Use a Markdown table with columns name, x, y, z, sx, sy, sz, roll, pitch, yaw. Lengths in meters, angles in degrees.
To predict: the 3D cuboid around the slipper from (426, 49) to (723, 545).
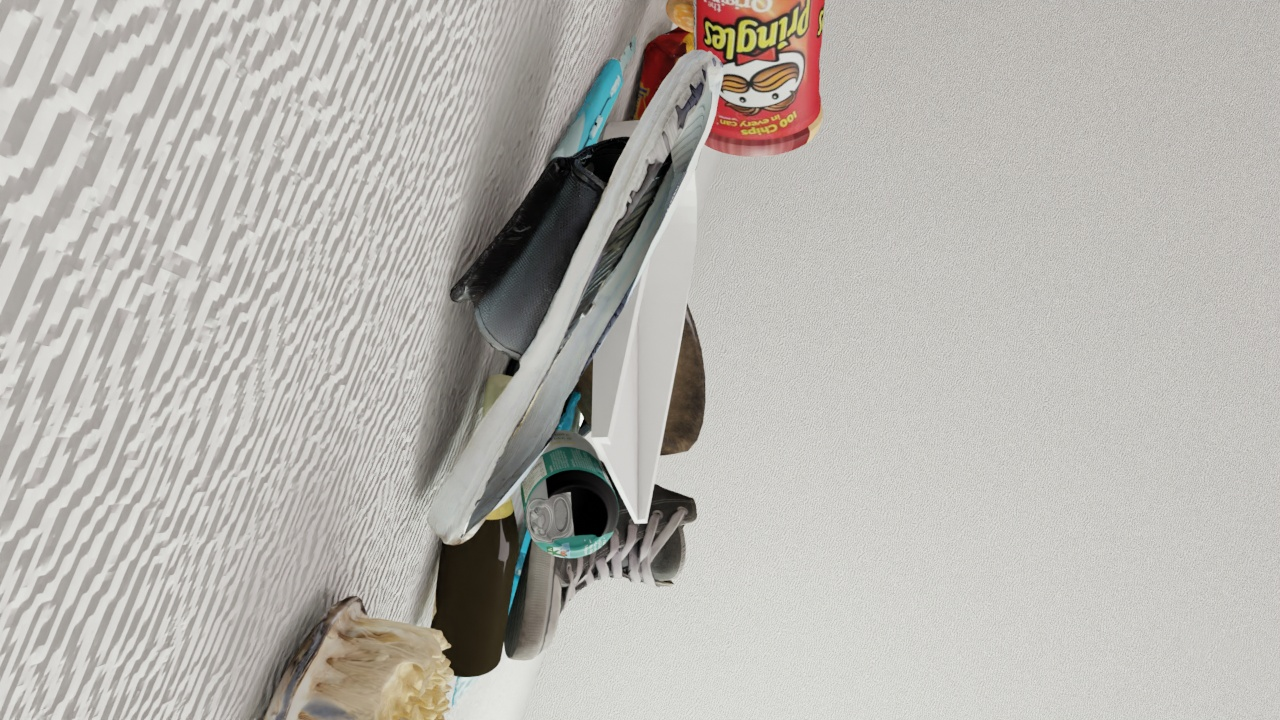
| name | x | y | z | sx | sy | sz | roll | pitch | yaw |
| --- | --- | --- | --- | --- | --- | --- | --- | --- | --- |
| slipper | -0.046 | -0.027 | 0.428 | 0.264 | 0.063 | 0.111 | -63 | 172 | 27 |

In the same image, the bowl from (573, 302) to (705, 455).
| name | x | y | z | sx | sy | sz | roll | pitch | yaw |
| --- | --- | --- | --- | --- | --- | --- | --- | --- | --- |
| bowl | -0.005 | 0.005 | 0.800 | 0.162 | 0.070 | 0.162 | 36 | 49 | -57 |

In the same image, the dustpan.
| name | x | y | z | sx | sy | sz | roll | pitch | yaw |
| --- | --- | --- | --- | --- | --- | --- | --- | --- | --- |
| dustpan | 0.012 | -0.040 | 0.621 | 0.192 | 0.053 | 0.257 | 74 | 15 | -66 |

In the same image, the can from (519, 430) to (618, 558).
| name | x | y | z | sx | sy | sz | roll | pitch | yaw |
| --- | --- | --- | --- | --- | --- | --- | --- | --- | --- |
| can | -0.047 | 0.080 | 0.570 | 0.101 | 0.055 | 0.055 | -132 | -120 | -74 |

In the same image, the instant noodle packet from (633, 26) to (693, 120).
| name | x | y | z | sx | sy | sz | roll | pitch | yaw |
| --- | --- | --- | --- | --- | --- | --- | --- | --- | --- |
| instant noodle packet | 0.023 | -0.215 | 0.727 | 0.135 | 0.040 | 0.099 | -63 | 172 | -61 |

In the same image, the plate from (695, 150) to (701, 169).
| name | x | y | z | sx | sy | sz | roll | pitch | yaw |
| --- | --- | --- | --- | --- | --- | --- | --- | --- | --- |
| plate | 0.033 | -0.193 | 0.893 | 0.177 | 0.012 | 0.179 | -56 | 160 | -34 |

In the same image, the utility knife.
| name | x | y | z | sx | sy | sz | roll | pitch | yaw |
| --- | --- | --- | --- | --- | --- | --- | --- | --- | --- |
| utility knife | -0.024 | -0.148 | 0.520 | 0.022 | 0.015 | 0.140 | 68 | 32 | -45 |

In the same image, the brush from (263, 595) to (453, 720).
| name | x | y | z | sx | sy | sz | roll | pitch | yaw |
| --- | --- | --- | --- | --- | --- | --- | --- | --- | --- |
| brush | -0.124 | 0.194 | 0.422 | 0.272 | 0.056 | 0.083 | 106 | 6 | -50 |

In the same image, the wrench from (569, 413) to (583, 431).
| name | x | y | z | sx | sy | sz | roll | pitch | yaw |
| --- | --- | --- | --- | --- | --- | --- | --- | --- | --- |
| wrench | -0.081 | 0.105 | 0.902 | 0.070 | 0.010 | 0.274 | -118 | -140 | -52 |

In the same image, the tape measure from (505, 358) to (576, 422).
| name | x | y | z | sx | sy | sz | roll | pitch | yaw |
| --- | --- | --- | --- | --- | --- | --- | --- | --- | --- |
| tape measure | -0.061 | 0.009 | 0.586 | 0.071 | 0.042 | 0.072 | -74 | -175 | -78 |

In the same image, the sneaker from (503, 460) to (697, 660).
| name | x | y | z | sx | sy | sz | roll | pitch | yaw |
| --- | --- | --- | --- | --- | --- | --- | --- | --- | --- |
| sneaker | -0.028 | 0.159 | 0.723 | 0.234 | 0.120 | 0.095 | -56 | 164 | -71 |

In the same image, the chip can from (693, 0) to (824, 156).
| name | x | y | z | sx | sy | sz | roll | pitch | yaw |
| --- | --- | --- | --- | --- | --- | --- | --- | --- | --- |
| chip can | 0.069 | -0.231 | 0.525 | 0.214 | 0.087 | 0.086 | 86 | 19 | -44 |

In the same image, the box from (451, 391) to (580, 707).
| name | x | y | z | sx | sy | sz | roll | pitch | yaw |
| --- | --- | --- | --- | --- | --- | --- | --- | --- | --- |
| box | -0.105 | 0.150 | 0.708 | 0.181 | 0.039 | 0.227 | -62 | 171 | -67 |

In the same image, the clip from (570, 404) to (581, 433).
| name | x | y | z | sx | sy | sz | roll | pitch | yaw |
| --- | --- | --- | --- | --- | --- | --- | --- | --- | --- |
| clip | -0.064 | 0.029 | 0.825 | 0.023 | 0.037 | 0.075 | -45 | 149 | -80 |

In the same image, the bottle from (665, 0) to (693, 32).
| name | x | y | z | sx | sy | sz | roll | pitch | yaw |
| --- | --- | --- | --- | --- | --- | --- | --- | --- | --- |
| bottle | 0.050 | -0.272 | 0.607 | 0.063 | 0.063 | 0.109 | 94 | 15 | -80 |

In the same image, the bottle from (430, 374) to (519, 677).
| name | x | y | z | sx | sy | sz | roll | pitch | yaw |
| --- | --- | --- | --- | --- | --- | --- | --- | --- | --- |
| bottle | -0.092 | 0.096 | 0.540 | 0.045 | 0.045 | 0.185 | -62 | 164 | -72 |

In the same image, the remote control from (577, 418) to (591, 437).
| name | x | y | z | sx | sy | sz | roll | pitch | yaw |
| --- | --- | --- | --- | --- | --- | --- | --- | --- | --- |
| remote control | -0.055 | 0.060 | 0.923 | 0.047 | 0.022 | 0.151 | -45 | 180 | -27 |
